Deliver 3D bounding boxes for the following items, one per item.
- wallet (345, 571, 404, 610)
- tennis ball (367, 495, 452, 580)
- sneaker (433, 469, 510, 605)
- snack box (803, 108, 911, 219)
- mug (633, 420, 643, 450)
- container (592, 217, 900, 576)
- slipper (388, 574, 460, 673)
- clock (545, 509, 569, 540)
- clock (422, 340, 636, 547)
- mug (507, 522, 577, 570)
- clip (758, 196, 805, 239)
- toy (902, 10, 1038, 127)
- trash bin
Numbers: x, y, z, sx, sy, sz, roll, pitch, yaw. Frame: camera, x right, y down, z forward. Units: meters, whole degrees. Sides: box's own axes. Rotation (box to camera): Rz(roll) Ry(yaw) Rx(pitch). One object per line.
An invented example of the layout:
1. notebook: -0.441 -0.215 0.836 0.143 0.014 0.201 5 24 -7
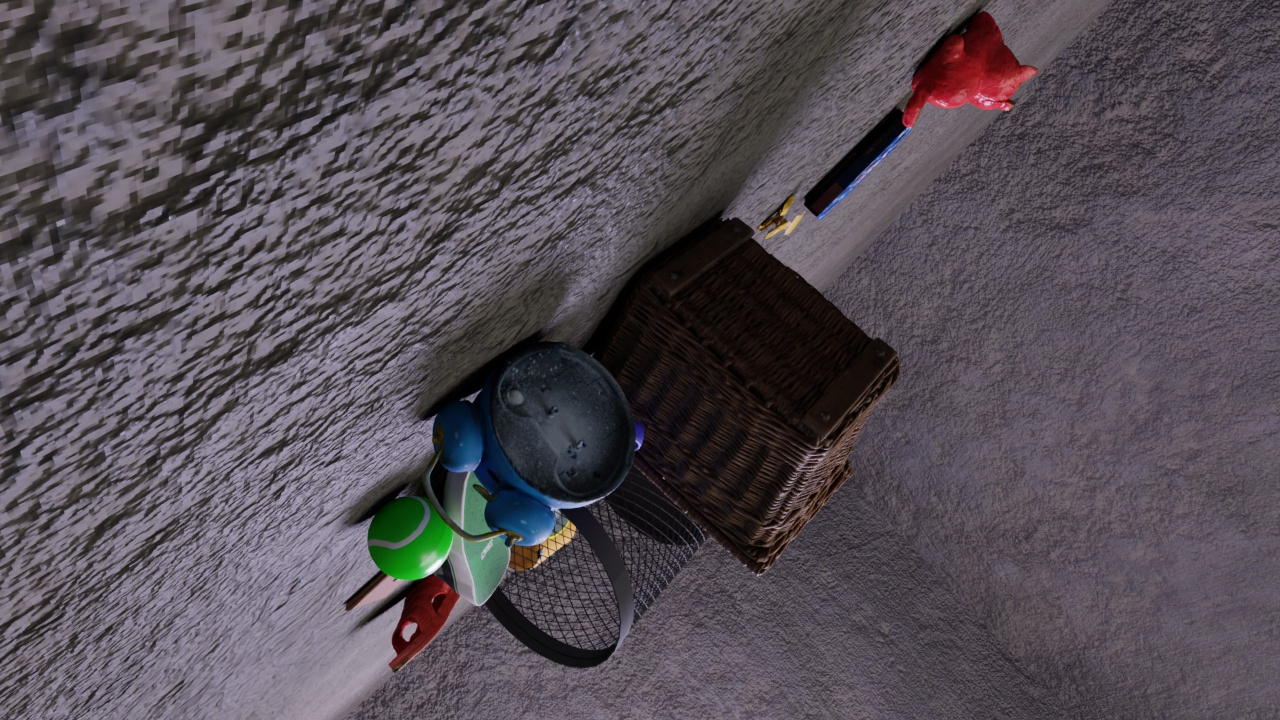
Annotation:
1. wallet: -0.278 0.244 1.029 0.087 0.013 0.121 -42 173 -5
2. tennis ball: -0.180 0.139 0.719 0.065 0.065 0.065 -42 173 -7
3. sneaker: -0.166 0.138 0.822 0.084 0.079 0.236 -53 163 -37
4. snack box: 0.257 -0.229 1.084 0.150 0.027 0.082 -45 173 16
5. mug: -0.052 0.055 0.761 0.084 0.111 0.079 119 -19 -68
6. container: 0.082 0.017 0.789 0.161 0.250 0.184 -39 163 -35
7. slipper: -0.301 0.341 1.312 0.104 0.059 0.248 -46 -172 31
8. clock: -0.139 0.192 1.241 0.083 0.057 0.119 -50 139 -17
9. clock: -0.077 0.057 0.627 0.161 0.117 0.060 -35 -178 -42
10. mug: -0.170 0.246 1.352 0.124 0.100 0.093 1 -164 30
11. clip: 0.155 -0.149 1.000 0.054 0.044 0.049 118 -4 -74
12. toy: 0.325 -0.275 0.919 0.132 0.094 0.088 -40 173 -12
13. trash bin: -0.040 0.165 0.979 0.226 0.218 0.218 -35 169 -45
